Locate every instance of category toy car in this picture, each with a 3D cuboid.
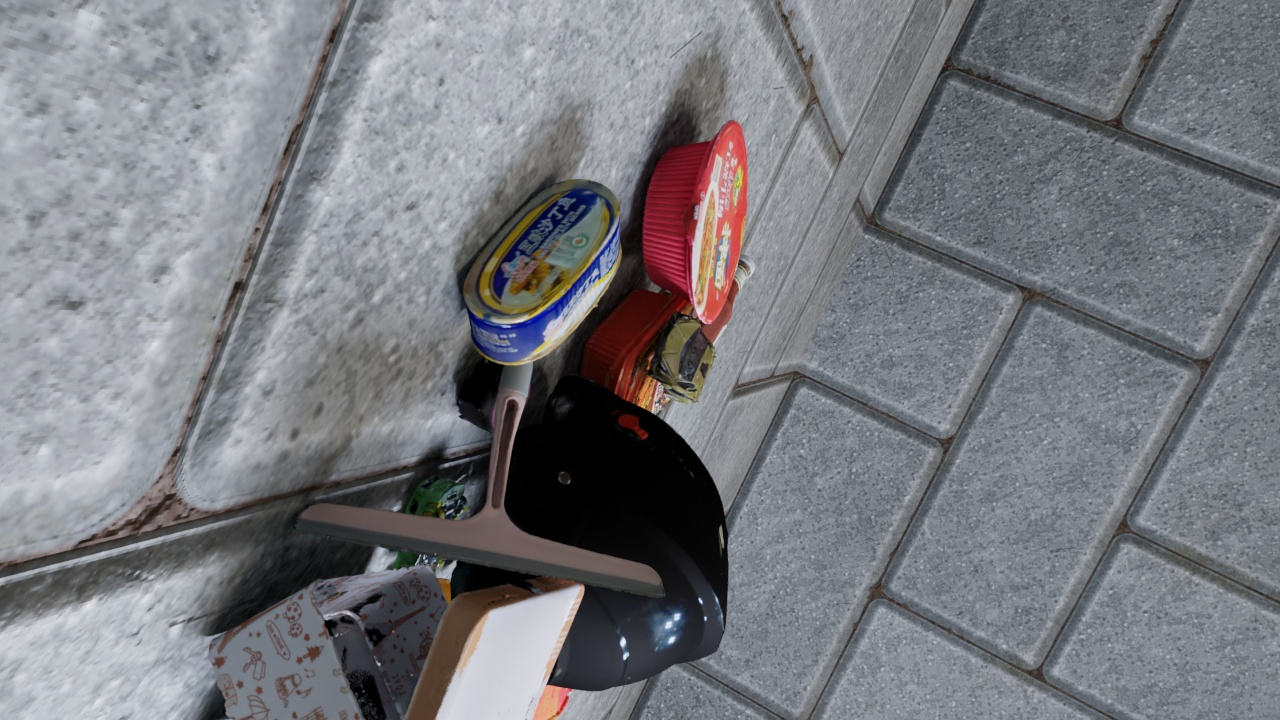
[{"bbox_3d":[0.043,0.001,0.894,0.070,0.042,0.158,-68,162,-7],"label":"toy car"},{"bbox_3d":[-0.166,0.132,0.712,0.091,0.036,0.043,-68,166,14],"label":"toy car"}]

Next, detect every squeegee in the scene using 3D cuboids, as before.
[{"bbox_3d":[-0.091,0.029,0.657,0.040,0.247,0.249,136,-35,-59],"label":"squeegee"}]

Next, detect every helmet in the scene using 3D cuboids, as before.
[{"bbox_3d":[-0.036,0.150,0.801,0.234,0.230,0.274,120,-20,-47],"label":"helmet"}]

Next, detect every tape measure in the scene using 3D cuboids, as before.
[{"bbox_3d":[-0.114,0.025,0.705,0.057,0.039,0.058,-57,159,-21],"label":"tape measure"}]

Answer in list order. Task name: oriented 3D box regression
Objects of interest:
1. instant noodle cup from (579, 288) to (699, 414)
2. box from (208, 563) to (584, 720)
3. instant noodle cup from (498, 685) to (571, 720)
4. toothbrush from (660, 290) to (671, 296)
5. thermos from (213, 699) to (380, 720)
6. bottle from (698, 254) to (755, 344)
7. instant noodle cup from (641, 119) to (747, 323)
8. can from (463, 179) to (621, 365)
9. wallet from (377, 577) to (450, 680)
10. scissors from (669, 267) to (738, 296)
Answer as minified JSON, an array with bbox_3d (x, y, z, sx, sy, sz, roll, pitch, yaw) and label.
[{"bbox_3d":[-0.006,0.006,0.962,0.188,0.079,0.165,-50,160,-44],"label":"instant noodle cup"},{"bbox_3d":[-0.128,0.194,0.584,0.181,0.153,0.182,-32,166,6],"label":"box"},{"bbox_3d":[-0.121,0.279,0.911,0.137,0.138,0.109,-42,156,-55],"label":"instant noodle cup"},{"bbox_3d":[0.060,-0.094,1.144,0.189,0.016,0.016,-36,149,-63],"label":"toothbrush"},{"bbox_3d":[-0.234,0.283,0.668,0.073,0.073,0.224,-61,165,-9],"label":"thermos"},{"bbox_3d":[0.099,-0.074,1.222,0.205,0.060,0.060,-52,162,-40],"label":"bottle"},{"bbox_3d":[0.051,-0.135,0.883,0.193,0.066,0.194,11,89,-74],"label":"instant noodle cup"},{"bbox_3d":[-0.066,-0.065,0.646,0.147,0.075,0.049,-54,160,-31],"label":"can"},{"bbox_3d":[-0.182,0.242,0.746,0.119,0.035,0.130,50,35,-69],"label":"wallet"},{"bbox_3d":[0.070,-0.073,1.102,0.175,0.014,0.159,-5,120,-61],"label":"scissors"}]
